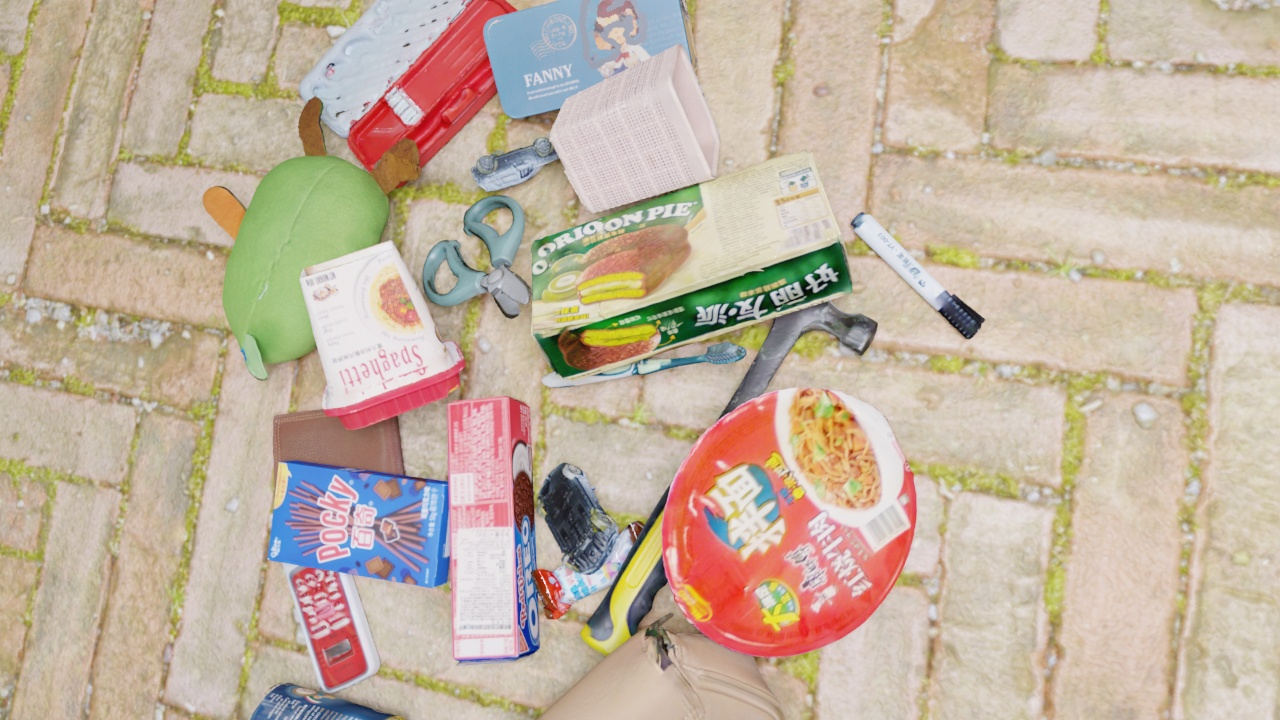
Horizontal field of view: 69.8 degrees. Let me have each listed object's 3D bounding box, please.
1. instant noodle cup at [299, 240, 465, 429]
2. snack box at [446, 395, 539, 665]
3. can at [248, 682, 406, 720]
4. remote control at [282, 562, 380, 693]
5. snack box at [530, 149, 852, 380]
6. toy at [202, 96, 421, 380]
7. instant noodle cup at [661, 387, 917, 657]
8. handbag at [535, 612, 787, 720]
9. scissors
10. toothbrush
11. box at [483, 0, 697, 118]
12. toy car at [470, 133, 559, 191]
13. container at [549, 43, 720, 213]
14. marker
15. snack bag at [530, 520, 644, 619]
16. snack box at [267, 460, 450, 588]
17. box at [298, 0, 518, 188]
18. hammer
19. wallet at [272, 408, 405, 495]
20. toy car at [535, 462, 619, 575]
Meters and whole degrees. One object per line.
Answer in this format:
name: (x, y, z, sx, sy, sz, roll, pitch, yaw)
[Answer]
instant noodle cup: (-0.215, -0.025, 0.743, 0.116, 0.116, 0.124, -21, 108, -12)
snack box: (-0.120, 0.136, 0.744, 0.058, 0.057, 0.207, -6, 78, 11)
can: (-0.253, 0.310, 0.737, 0.111, 0.075, 0.075, 9, 82, 17)
remote control: (-0.268, 0.213, 0.788, 0.056, 0.020, 0.136, -26, 74, 10)
snack box: (0.034, -0.074, 0.715, 0.240, 0.063, 0.114, -18, 45, 11)
toy: (-0.295, -0.104, 0.819, 0.227, 0.090, 0.247, 29, 93, 11)
instant noodle cup: (0.098, 0.109, 0.655, 0.193, 0.066, 0.194, -2, 99, -15)
handbag: (-0.006, 0.270, 0.649, 0.204, 0.148, 0.099, -41, 35, 3)
scissors: (-0.119, -0.088, 0.765, 0.139, 0.019, 0.180, -53, 40, -6)
toothbrush: (-0.004, 0.004, 0.731, 0.192, 0.018, 0.016, -8, 64, 31)
box: (-0.046, -0.265, 0.782, 0.184, 0.059, 0.090, -12, 106, 11)
toy car: (-0.105, -0.175, 0.807, 0.091, 0.042, 0.034, -16, 103, 14)
container: (-0.004, -0.182, 0.738, 0.111, 0.090, 0.089, -16, 34, 20)
marker: (0.214, -0.068, 0.713, 0.022, 0.018, 0.130, -39, 73, -4)
snack bag: (-0.035, 0.168, 0.731, 0.105, 0.026, 0.045, -26, 75, 5)
snack box: (-0.233, 0.134, 0.765, 0.157, 0.026, 0.084, 5, 89, 14)
box: (-0.210, -0.276, 0.856, 0.201, 0.038, 0.158, -45, 71, 4)
hammer: (0.050, 0.079, 0.709, 0.126, 0.032, 0.323, 29, 83, 20)
wallet: (-0.264, 0.092, 0.806, 0.125, 0.032, 0.101, -8, 81, 14)
toy car: (-0.049, 0.124, 0.724, 0.049, 0.031, 0.105, -53, 38, 11)
